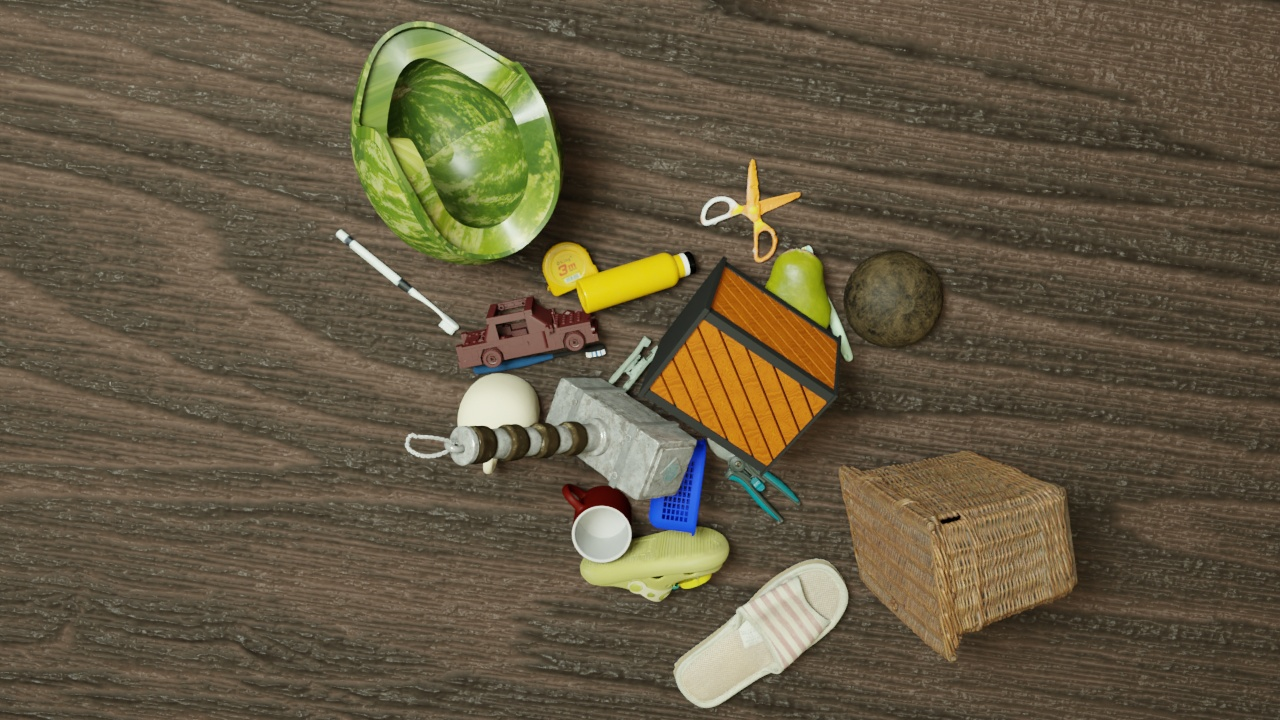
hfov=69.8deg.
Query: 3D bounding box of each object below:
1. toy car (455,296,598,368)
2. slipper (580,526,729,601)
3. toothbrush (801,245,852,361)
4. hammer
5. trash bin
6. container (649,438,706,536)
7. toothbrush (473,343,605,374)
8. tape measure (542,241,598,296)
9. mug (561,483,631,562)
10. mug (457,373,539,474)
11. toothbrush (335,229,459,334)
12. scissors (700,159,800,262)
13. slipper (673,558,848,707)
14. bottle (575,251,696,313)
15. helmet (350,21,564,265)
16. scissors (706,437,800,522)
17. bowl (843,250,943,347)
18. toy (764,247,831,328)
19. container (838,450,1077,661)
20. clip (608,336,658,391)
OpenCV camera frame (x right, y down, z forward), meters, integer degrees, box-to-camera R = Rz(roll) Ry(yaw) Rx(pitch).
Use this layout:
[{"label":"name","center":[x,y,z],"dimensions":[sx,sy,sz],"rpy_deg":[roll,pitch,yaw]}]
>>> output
[{"label":"toy car","center":[-0.139,-0.039,1.113],"dimensions":[0.170,0.070,0.062],"rpy_deg":[-11,111,1]},{"label":"slipper","center":[0.020,0.268,1.160],"dimensions":[0.190,0.091,0.081],"rpy_deg":[-9,102,4]},{"label":"toothbrush","center":[0.232,-0.069,1.139],"dimensions":[0.022,0.015,0.155],"rpy_deg":[-18,101,38]},{"label":"hammer","center":[-0.100,0.087,0.993],"dimensions":[0.177,0.325,0.079],"rpy_deg":[31,109,36]},{"label":"trash bin","center":[0.118,0.005,1.065],"dimensions":[0.172,0.139,0.140],"rpy_deg":[33,122,-6]},{"label":"container","center":[0.045,0.152,1.136],"dimensions":[0.058,0.096,0.114],"rpy_deg":[7,94,3]},{"label":"toothbrush","center":[-0.127,-0.001,1.148],"dimensions":[0.168,0.014,0.014],"rpy_deg":[-10,111,3]},{"label":"tape measure","center":[-0.091,-0.115,1.121],"dimensions":[0.068,0.030,0.059],"rpy_deg":[-25,100,-3]},{"label":"mug","center":[-0.059,0.192,1.148],"dimensions":[0.073,0.082,0.105],"rpy_deg":[-43,97,6]},{"label":"mug","center":[-0.176,0.081,1.119],"dimensions":[0.096,0.099,0.120],"rpy_deg":[10,99,-2]},{"label":"toothbrush","center":[-0.301,-0.096,1.132],"dimensions":[0.187,0.012,0.017],"rpy_deg":[40,101,-7]},{"label":"scissors","center":[0.132,-0.182,1.121],"dimensions":[0.131,0.011,0.125],"rpy_deg":[-2,101,0]},{"label":"slipper","center":[0.157,0.360,1.195],"dimensions":[0.263,0.052,0.115],"rpy_deg":[-39,99,6]},{"label":"bottle","center":[-0.003,-0.098,1.108],"dimensions":[0.143,0.043,0.043],"rpy_deg":[-18,100,-12]},{"label":"helmet","center":[-0.201,-0.226,0.997],"dimensions":[0.213,0.247,0.244],"rpy_deg":[-28,141,-12]},{"label":"scissors","center":[0.141,0.153,1.175],"dimensions":[0.133,0.019,0.146],"rpy_deg":[1,101,-1]},{"label":"bowl","center":[0.314,-0.072,1.118],"dimensions":[0.121,0.056,0.121],"rpy_deg":[0,100,-1]},{"label":"toy","center":[0.191,-0.081,1.114],"dimensions":[0.090,0.051,0.110],"rpy_deg":[10,111,9]},{"label":"container","center":[0.373,0.207,1.081],"dimensions":[0.183,0.250,0.162],"rpy_deg":[-13,100,-7]},{"label":"clip","center":[-0.007,0.006,1.147],"dimensions":[0.044,0.023,0.076],"rpy_deg":[39,95,-5]}]
